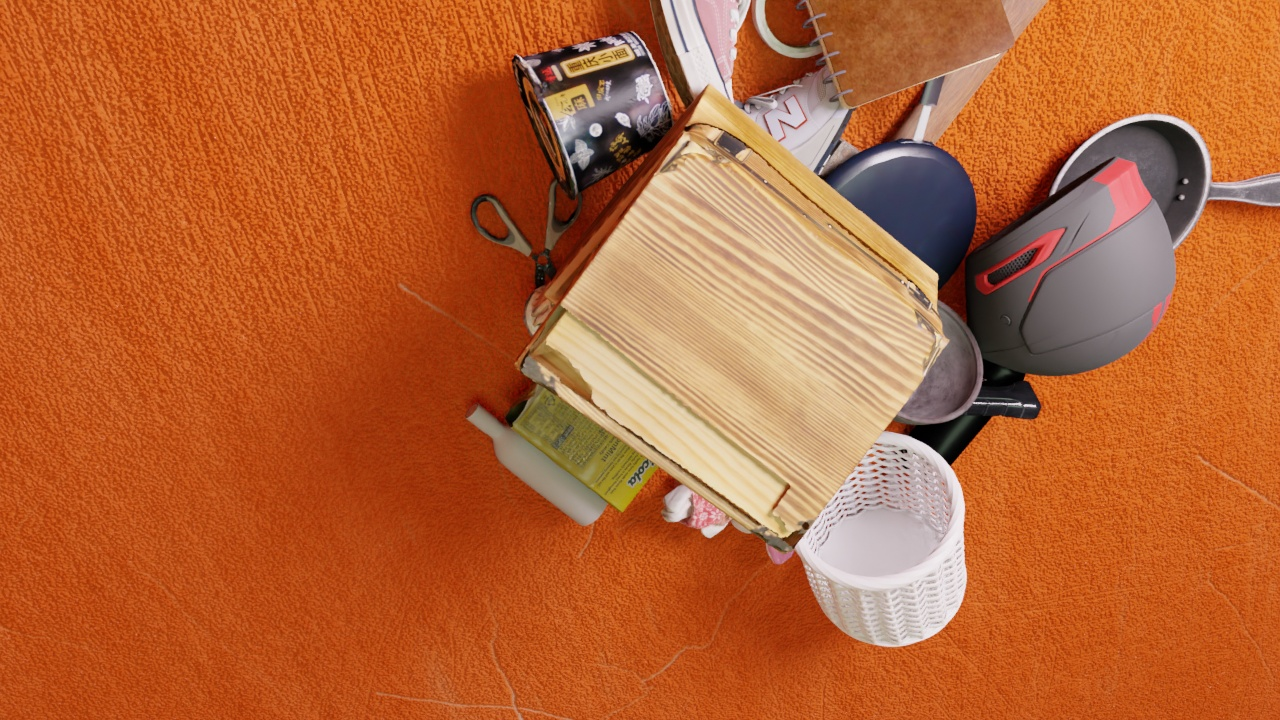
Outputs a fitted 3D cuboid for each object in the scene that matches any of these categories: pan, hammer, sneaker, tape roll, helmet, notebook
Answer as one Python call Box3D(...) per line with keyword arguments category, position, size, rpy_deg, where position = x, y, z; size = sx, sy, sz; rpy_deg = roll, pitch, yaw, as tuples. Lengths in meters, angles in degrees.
Box3D(category="pan", position=(0.268, -0.196, 0.907), size=(0.198, 0.021, 0.357), rpy_deg=(1, 120, -16))
Box3D(category="hammer", position=(0.272, 0.042, 1.011), size=(0.333, 0.117, 0.025), rpy_deg=(2, 129, -2))
Box3D(category="sneaker", position=(0.057, -0.321, 0.812), size=(0.088, 0.118, 0.241), rpy_deg=(-17, 105, -2))
Box3D(category="tape roll", position=(0.153, -0.336, 0.869), size=(0.094, 0.018, 0.094), rpy_deg=(-3, 118, -7))
Box3D(category="pan", position=(0.608, -0.183, 1.001), size=(0.356, 0.055, 0.187), rpy_deg=(-6, 119, -6))
Box3D(category="sneaker", position=(0.127, -0.227, 0.882), size=(0.124, 0.089, 0.240), rpy_deg=(29, 92, 5))
Box3D(category="hammer", position=(0.323, -0.274, 0.918), size=(0.158, 0.037, 0.301), rpy_deg=(28, 111, -21))
Box3D(category="helmet", position=(0.430, -0.072, 0.926), size=(0.163, 0.265, 0.170), rpy_deg=(-35, 87, -25))
Box3D(category="notebook", position=(0.213, -0.353, 0.813), size=(0.167, 0.024, 0.225), rpy_deg=(-20, 91, 2))

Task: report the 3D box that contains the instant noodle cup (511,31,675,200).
Box3D(category="instant noodle cup", position=(-0.040, -0.231, 0.837), size=(0.112, 0.137, 0.137), rpy_deg=(-25, 119, -7))

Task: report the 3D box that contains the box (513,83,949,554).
Box3D(category="box", position=(0.082, -0.034, 0.768), size=(0.279, 0.262, 0.270), rpy_deg=(37, 128, -10))

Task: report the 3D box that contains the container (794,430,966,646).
Box3D(category="container", position=(0.275, 0.208, 1.055), size=(0.189, 0.189, 0.187), rpy_deg=(-23, 139, 4))

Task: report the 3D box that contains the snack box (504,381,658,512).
Box3D(category="snack box", position=(-0.052, 0.072, 1.025), size=(0.181, 0.045, 0.121), rpy_deg=(40, 86, -24))

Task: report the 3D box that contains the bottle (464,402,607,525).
Box3D(category="bottle", position=(-0.121, 0.114, 1.047), size=(0.052, 0.052, 0.195), rpy_deg=(-41, 116, 13))

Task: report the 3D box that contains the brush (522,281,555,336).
Box3D(category="brush", position=(-0.006, 0.005, 0.983), size=(0.271, 0.083, 0.057), rpy_deg=(35, 145, -25))

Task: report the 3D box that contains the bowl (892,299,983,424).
Box3D(category="bowl", position=(0.274, 0.007, 0.960), size=(0.145, 0.144, 0.067), rpy_deg=(5, 158, -11))

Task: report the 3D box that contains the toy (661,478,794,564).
Box3D(category="toy", position=(0.117, 0.169, 1.095), size=(0.194, 0.084, 0.159), rpy_deg=(6, 115, -20))

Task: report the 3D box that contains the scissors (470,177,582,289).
Box3D(category="scissors", position=(-0.105, -0.121, 0.947), size=(0.157, 0.012, 0.169), rpy_deg=(28, 112, -21))

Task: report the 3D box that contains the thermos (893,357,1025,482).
Box3D(category="thermos", position=(0.395, 0.042, 1.085), size=(0.061, 0.061, 0.232), rpy_deg=(26, 111, -21))
